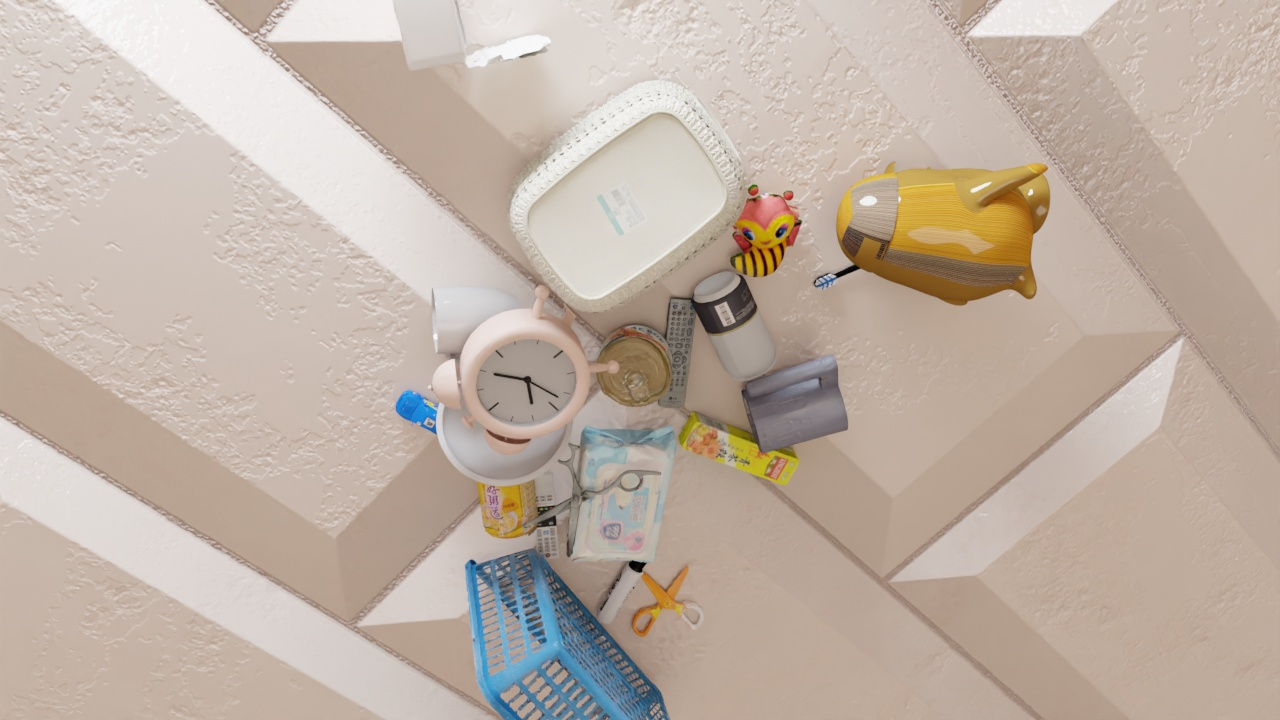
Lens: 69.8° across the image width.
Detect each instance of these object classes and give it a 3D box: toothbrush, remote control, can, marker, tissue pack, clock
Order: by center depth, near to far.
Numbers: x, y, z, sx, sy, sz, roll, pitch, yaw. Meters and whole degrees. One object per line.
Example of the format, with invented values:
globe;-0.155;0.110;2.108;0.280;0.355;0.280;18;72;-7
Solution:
clock;-0.124;0.011;0.957;0.160;0.086;0.131;-42;119;2
can;0.108;-0.033;1.032;0.064;0.064;0.127;-26;115;4
can;-0.006;0.006;1.037;0.086;0.043;0.086;1;112;3
toothbrush;0.276;-0.119;1.045;0.168;0.014;0.014;-24;104;4
remote control;0.043;-0.007;1.062;0.033;0.013;0.137;2;114;-9
can;-0.157;0.151;1.076;0.067;0.067;0.105;-5;116;-6
tissue pack;-0.024;0.159;1.098;0.112;0.070;0.182;5;113;-10
remote control;-0.118;0.192;1.131;0.028;0.011;0.124;-5;115;-6
marker;-0.018;0.286;1.182;0.025;0.025;0.126;24;109;-18

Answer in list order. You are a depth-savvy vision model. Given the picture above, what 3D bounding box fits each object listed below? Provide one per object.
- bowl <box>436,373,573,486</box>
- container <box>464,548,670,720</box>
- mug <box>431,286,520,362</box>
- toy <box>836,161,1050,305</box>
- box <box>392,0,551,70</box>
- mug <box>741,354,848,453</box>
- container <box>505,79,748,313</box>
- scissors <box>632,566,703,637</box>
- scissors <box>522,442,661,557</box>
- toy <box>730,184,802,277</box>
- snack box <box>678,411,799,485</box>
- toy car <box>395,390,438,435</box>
bowl;-0.150;0.071;1.027;0.149;0.043;0.149;1;70;-3
container;-0.063;0.399;1.105;0.089;0.257;0.362;-35;115;0
mug;-0.178;-0.033;0.997;0.089;0.071;0.107;-4;143;-16
toy;0.306;-0.143;0.970;0.203;0.162;0.199;7;142;-3
box;-0.152;-0.315;0.842;0.137;0.108;0.126;-12;117;-2
mug;0.176;0.046;1.057;0.104;0.083;0.124;-17;147;2
container;-0.014;-0.158;0.914;0.246;0.142;0.184;-36;101;9
scissors;0.040;0.322;1.214;0.127;0.011;0.125;22;111;-18
scissors;-0.058;0.154;1.048;0.173;0.014;0.141;-12;104;5
toy;0.134;-0.141;0.998;0.084;0.046;0.104;1;118;-16
snack box;0.120;0.108;1.118;0.148;0.029;0.040;21;110;-17
toy car;-0.234;0.076;1.034;0.092;0.061;0.033;30;107;-20
